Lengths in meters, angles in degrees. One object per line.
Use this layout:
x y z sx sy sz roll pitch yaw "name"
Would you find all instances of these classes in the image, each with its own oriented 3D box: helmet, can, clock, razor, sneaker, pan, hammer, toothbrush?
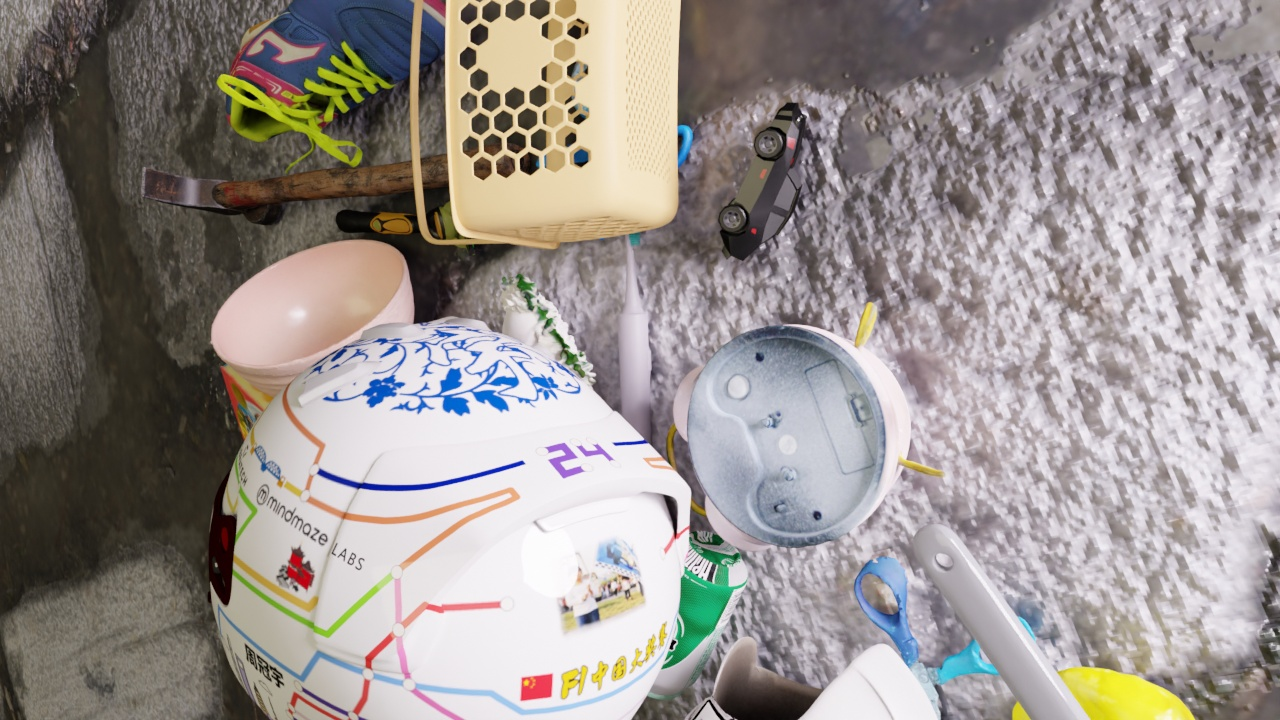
-0.117 0.094 0.526 0.315 0.230 0.236 19 109 45 "helmet"
0.026 0.155 0.562 0.053 0.053 0.101 35 113 29 "can"
0.076 0.045 0.511 0.158 0.058 0.116 -27 78 35 "clock"
-0.183 -0.104 0.698 0.144 0.021 0.044 8 117 34 "razor"
-0.229 -0.211 0.690 0.242 0.116 0.091 -2 66 40 "sneaker"
0.226 0.223 0.387 0.201 0.050 0.356 -40 87 33 "pan"
-0.231 -0.136 0.697 0.331 0.119 0.033 0 90 30 "hammer"
-0.003 0.003 0.589 0.019 0.018 0.188 1 95 34 "toothbrush"
0.053 0.214 0.525 0.246 0.091 0.097 -31 73 40 "sneaker"

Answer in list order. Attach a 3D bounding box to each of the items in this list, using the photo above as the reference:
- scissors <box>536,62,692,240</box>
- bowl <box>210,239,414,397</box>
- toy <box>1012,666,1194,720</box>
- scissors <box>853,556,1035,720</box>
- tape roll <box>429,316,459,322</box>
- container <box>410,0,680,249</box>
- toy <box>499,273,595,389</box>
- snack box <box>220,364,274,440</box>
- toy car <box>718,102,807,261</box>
-0.022 -0.143 0.591 0.126 0.013 0.130 -6 87 35 "scissors"
-0.236 -0.019 0.697 0.153 0.152 0.076 18 139 34 "bowl"
0.222 0.191 0.431 0.094 0.041 0.095 -31 77 39 "toy"
0.149 0.164 0.501 0.119 0.014 0.130 41 122 22 "scissors"
-0.134 0.015 0.667 0.094 0.019 0.094 26 125 44 "tape roll"
-0.069 -0.161 0.539 0.167 0.129 0.183 3 94 24 "container"
-0.074 0.001 0.629 0.095 0.041 0.109 59 139 16 "toy"
-0.275 0.084 0.749 0.142 0.040 0.145 37 141 28 "snack box"
0.072 -0.097 0.511 0.036 0.042 0.092 27 111 4 "toy car"
